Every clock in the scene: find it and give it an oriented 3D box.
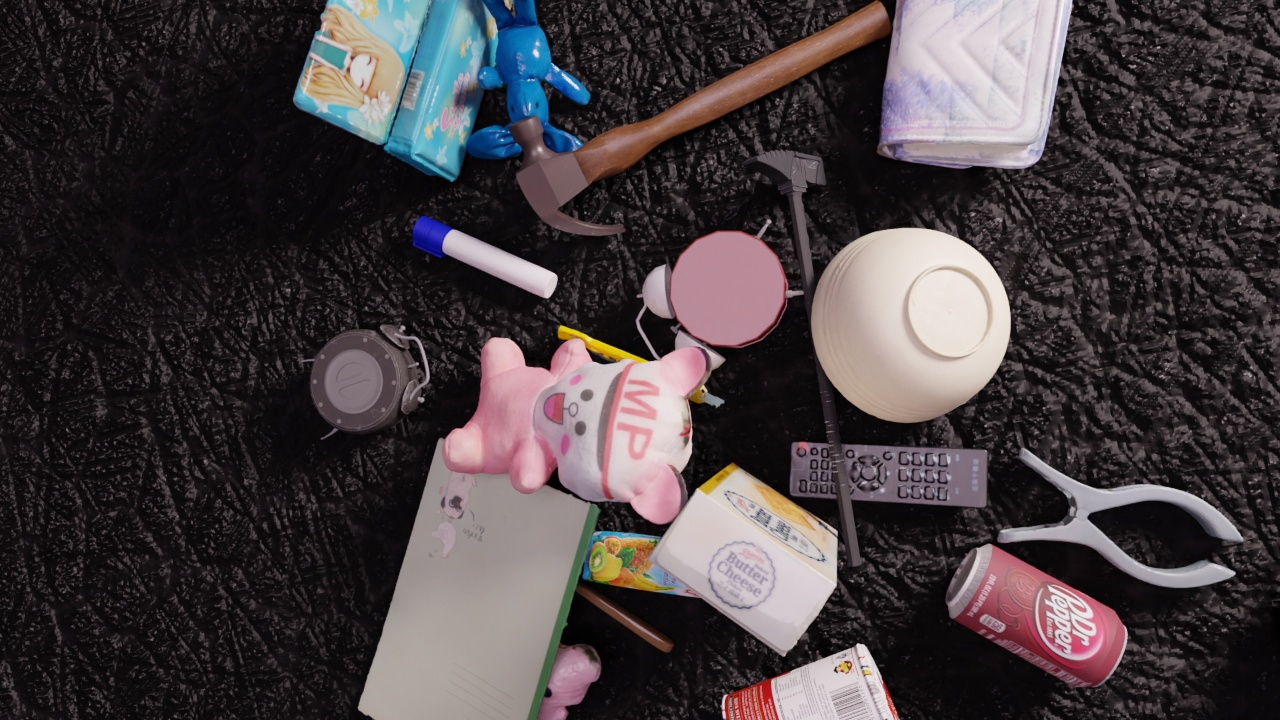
[{"bbox_3d":[-0.236,0.017,0.806,0.123,0.043,0.091,-17,84,11],"label":"clock"},{"bbox_3d":[0.062,-0.050,0.743,0.138,0.048,0.096,-32,82,11],"label":"clock"}]

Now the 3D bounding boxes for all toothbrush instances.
[{"bbox_3d":[-0.043,0.195,0.774,0.167,0.016,0.016,31,94,12],"label":"toothbrush"}]

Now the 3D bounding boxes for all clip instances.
[{"bbox_3d":[0.361,0.107,0.688,0.163,0.028,0.107,11,89,11],"label":"clip"}]

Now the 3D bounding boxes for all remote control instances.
[{"bbox_3d":[0.195,0.089,0.727,0.150,0.022,0.047,2,89,14],"label":"remote control"}]

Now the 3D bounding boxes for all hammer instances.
[{"bbox_3d":[0.051,-0.204,0.747,0.323,0.033,0.115,-26,109,3],"label":"hammer"},{"bbox_3d":[0.135,-0.003,0.708,0.015,0.094,0.325,-12,85,42],"label":"hammer"}]

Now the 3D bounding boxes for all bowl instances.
[{"bbox_3d":[0.210,-0.031,0.674,0.150,0.075,0.150,1,85,-11],"label":"bowl"}]

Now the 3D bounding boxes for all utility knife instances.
[{"bbox_3d":[-0.005,0.004,0.762,0.163,0.030,0.017,20,65,15],"label":"utility knife"}]

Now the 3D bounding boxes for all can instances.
[{"bbox_3d":[0.133,0.278,0.698,0.116,0.086,0.086,-25,83,10],"label":"can"},{"bbox_3d":[0.291,0.189,0.680,0.114,0.063,0.063,28,93,11],"label":"can"}]

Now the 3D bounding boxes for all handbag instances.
[{"bbox_3d":[0.255,-0.232,0.706,0.127,0.069,0.158,9,89,26],"label":"handbag"}]

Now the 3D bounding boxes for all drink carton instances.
[{"bbox_3d":[0.018,0.168,0.750,0.129,0.038,0.044,5,89,12],"label":"drink carton"}]

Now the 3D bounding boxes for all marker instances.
[{"bbox_3d":[-0.136,-0.089,0.801,0.133,0.023,0.027,24,114,12],"label":"marker"}]

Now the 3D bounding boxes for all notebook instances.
[{"bbox_3d":[-0.140,0.212,0.765,0.182,0.010,0.252,18,91,32],"label":"notebook"}]

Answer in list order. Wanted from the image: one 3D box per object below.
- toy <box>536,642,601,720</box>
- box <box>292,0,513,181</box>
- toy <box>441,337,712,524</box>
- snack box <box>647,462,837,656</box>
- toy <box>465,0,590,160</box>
[{"bbox_3d":[-0.083,0.265,0.762,0.099,0.052,0.096,20,105,23],"label":"toy"},{"bbox_3d":[-0.168,-0.275,0.735,0.056,0.185,0.227,18,91,22],"label":"box"},{"bbox_3d":[-0.049,0.049,0.721,0.213,0.084,0.141,1,58,29],"label":"toy"},{"bbox_3d":[0.081,0.130,0.652,0.104,0.207,0.057,34,95,11],"label":"snack box"},{"bbox_3d":[-0.104,-0.232,0.770,0.113,0.071,0.176,-6,111,8],"label":"toy"}]
